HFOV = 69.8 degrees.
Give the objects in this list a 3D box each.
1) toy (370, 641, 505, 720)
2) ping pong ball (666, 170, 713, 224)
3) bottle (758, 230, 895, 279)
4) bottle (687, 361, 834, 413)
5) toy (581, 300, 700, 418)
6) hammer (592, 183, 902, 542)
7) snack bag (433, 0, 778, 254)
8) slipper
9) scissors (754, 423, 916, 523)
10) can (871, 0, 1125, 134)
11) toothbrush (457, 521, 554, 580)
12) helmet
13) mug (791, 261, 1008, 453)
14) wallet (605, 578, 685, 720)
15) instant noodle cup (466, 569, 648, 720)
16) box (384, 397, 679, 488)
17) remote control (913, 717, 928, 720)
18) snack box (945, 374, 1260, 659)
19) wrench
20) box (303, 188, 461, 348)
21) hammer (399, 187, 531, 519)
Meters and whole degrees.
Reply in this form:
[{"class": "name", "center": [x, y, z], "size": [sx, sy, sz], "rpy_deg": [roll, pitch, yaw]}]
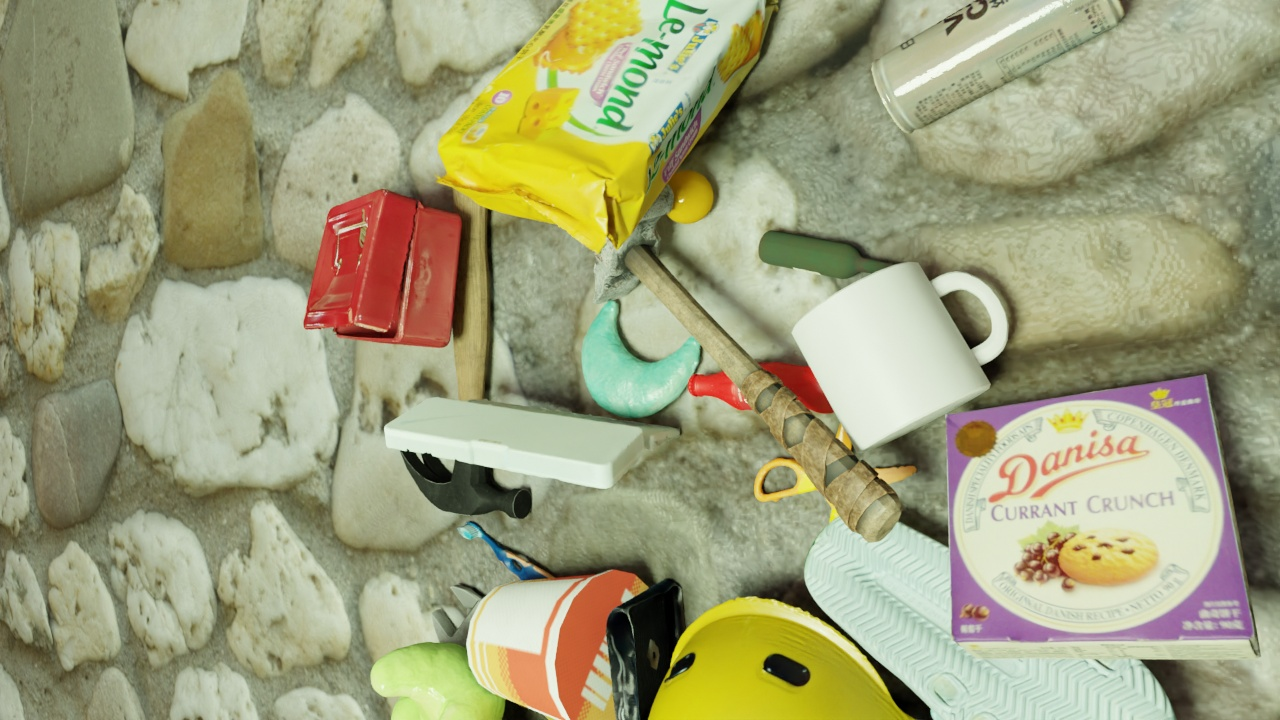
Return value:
[{"class": "toy", "center": [-0.167, 0.330, 0.821], "size": [0.150, 0.107, 0.197], "rpy_deg": [36, 148, 22]}, {"class": "ping pong ball", "center": [0.035, -0.123, 0.694], "size": [0.040, 0.040, 0.040], "rpy_deg": [3, 95, 35]}, {"class": "bottle", "center": [0.132, -0.071, 0.639], "size": [0.106, 0.025, 0.025], "rpy_deg": [16, 102, 33]}, {"class": "bottle", "center": [0.088, 0.019, 0.669], "size": [0.119, 0.036, 0.036], "rpy_deg": [0, 93, 35]}, {"class": "toy", "center": [-0.004, 0.004, 0.739], "size": [0.105, 0.033, 0.085], "rpy_deg": [24, 93, 29]}, {"class": "hammer", "center": [0.060, -0.003, 0.628], "size": [0.318, 0.048, 0.122], "rpy_deg": [50, 146, 34]}, {"class": "snack bag", "center": [-0.023, -0.182, 0.650], "size": [0.160, 0.068, 0.246], "rpy_deg": [20, 63, 29]}, {"class": "slipper", "center": [0.209, 0.182, 0.568], "size": [0.104, 0.074, 0.245], "rpy_deg": [-50, 51, -6]}, {"class": "scissors", "center": [0.139, 0.097, 0.654], "size": [0.126, 0.011, 0.128], "rpy_deg": [-19, 84, 35]}, {"class": "can", "center": [0.213, -0.193, 0.556], "size": [0.136, 0.054, 0.054], "rpy_deg": [-24, 79, 34]}, {"class": "toothbrush", "center": [-0.118, 0.182, 0.838], "size": [0.135, 0.017, 0.022], "rpy_deg": [26, 118, 31]}, {"class": "helmet", "center": [0.083, 0.294, 0.597], "size": [0.210, 0.139, 0.240], "rpy_deg": [-12, 107, 35]}, {"class": "mug", "center": [0.171, -0.008, 0.581], "size": [0.121, 0.091, 0.090], "rpy_deg": [-30, 75, 15]}, {"class": "wallet", "center": [0.008, 0.236, 0.710], "size": [0.026, 0.089, 0.115], "rpy_deg": [-6, 89, 30]}, {"class": "instant noodle cup", "center": [-0.066, 0.231, 0.747], "size": [0.121, 0.123, 0.123], "rpy_deg": [-7, 89, 41]}, {"class": "box", "center": [-0.083, 0.053, 0.715], "size": [0.197, 0.134, 0.041], "rpy_deg": [8, 109, 25]}, {"class": "remote control", "center": [0.195, 0.269, 0.629], "size": [0.147, 0.008, 0.045], "rpy_deg": [-5, 91, 35]}, {"class": "snack box", "center": [0.250, 0.090, 0.516], "size": [0.144, 0.040, 0.147], "rpy_deg": [-13, 54, 33]}, {"class": "wrench", "center": [-0.094, 0.295, 0.827], "size": [0.273, 0.018, 0.084], "rpy_deg": [33, 111, 29]}, {"class": "box", "center": [-0.235, -0.078, 0.835], "size": [0.158, 0.092, 0.129], "rpy_deg": [5, 87, 55]}, {"class": "hammer", "center": [-0.160, -0.013, 0.845], "size": [0.132, 0.040, 0.305], "rpy_deg": [3, 94, 32]}]
